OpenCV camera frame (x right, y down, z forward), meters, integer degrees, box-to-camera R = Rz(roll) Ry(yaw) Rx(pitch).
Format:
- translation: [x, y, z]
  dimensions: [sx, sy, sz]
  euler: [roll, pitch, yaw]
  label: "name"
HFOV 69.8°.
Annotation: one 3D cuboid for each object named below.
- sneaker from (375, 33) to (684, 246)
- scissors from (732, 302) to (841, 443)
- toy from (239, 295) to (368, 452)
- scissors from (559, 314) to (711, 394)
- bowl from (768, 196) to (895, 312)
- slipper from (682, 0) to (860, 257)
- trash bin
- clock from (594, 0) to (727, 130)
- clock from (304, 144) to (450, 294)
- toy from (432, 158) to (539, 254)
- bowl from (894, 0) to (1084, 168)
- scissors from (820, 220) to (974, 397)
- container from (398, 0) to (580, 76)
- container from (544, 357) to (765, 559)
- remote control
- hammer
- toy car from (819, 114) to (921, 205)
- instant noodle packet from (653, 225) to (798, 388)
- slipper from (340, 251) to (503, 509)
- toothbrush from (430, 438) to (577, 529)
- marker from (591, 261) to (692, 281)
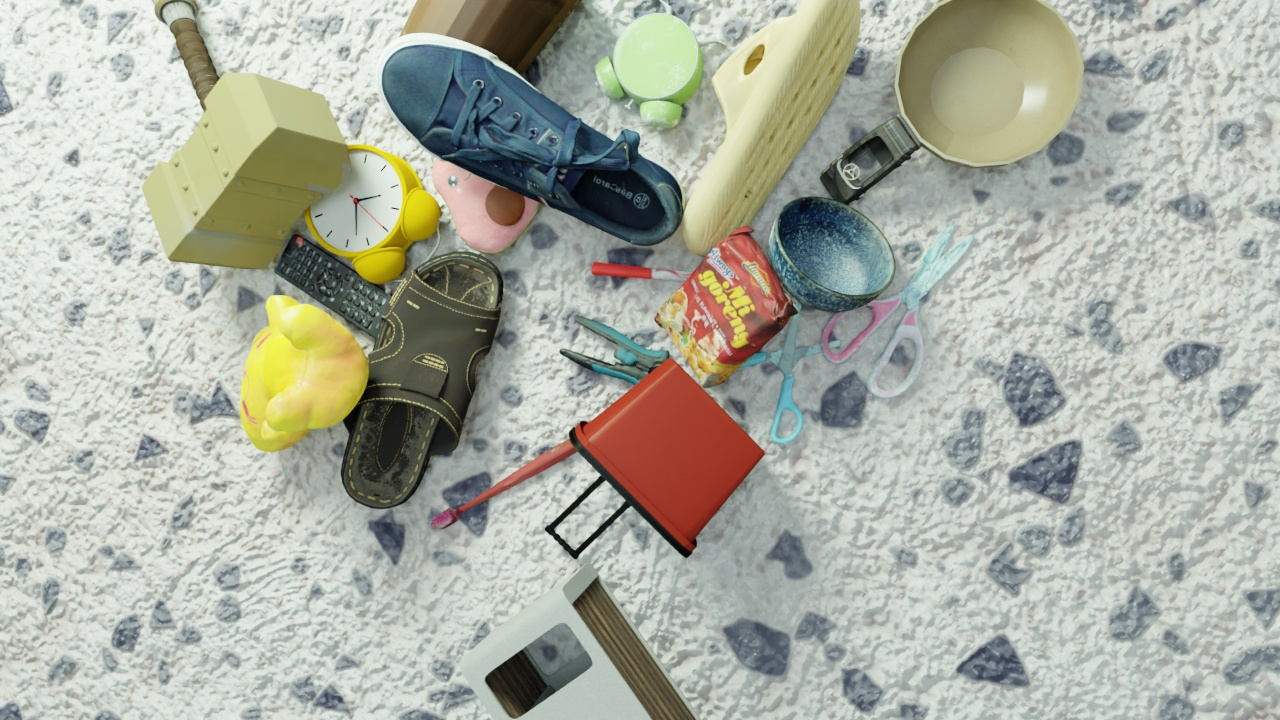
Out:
- translation: [-0.089, -0.181, 0.777]
  dimensions: [0.294, 0.127, 0.121]
  euler: [27, 111, -13]
  label: "sneaker"
- translation: [0.123, 0.017, 0.848]
  dimensions: [0.135, 0.015, 0.133]
  euler: [-15, 87, 12]
  label: "scissors"
- translation: [-0.317, 0.013, 0.854]
  dimensions: [0.087, 0.194, 0.134]
  euler: [5, 78, -33]
  label: "toy"
- translation: [-0.006, -0.002, 0.866]
  dimensions: [0.127, 0.019, 0.142]
  euler: [-24, 88, 8]
  label: "scissors"
- translation: [0.160, -0.084, 0.810]
  dimensions: [0.114, 0.061, 0.114]
  euler: [10, 54, -14]
  label: "bowl"
- translation: [0.101, -0.216, 0.815]
  dimensions: [0.079, 0.111, 0.261]
  euler: [35, 100, 29]
  label: "slipper"
- translation: [-0.037, 0.318, 0.823]
  dimensions: [0.114, 0.114, 0.229]
  euler: [-37, 84, 7]
  label: "trash bin"
- translation: [0.012, -0.270, 0.851]
  dimensions: [0.094, 0.042, 0.119]
  euler: [36, 96, 9]
  label: "clock"
- translation: [-0.260, -0.143, 0.894]
  dimensions: [0.152, 0.052, 0.113]
  euler: [43, 97, 11]
  label: "clock"
- translation: [-0.152, -0.158, 0.874]
  dimensions: [0.110, 0.051, 0.090]
  euler: [41, 92, 8]
  label: "toy"
- translation: [0.297, -0.240, 0.798]
  dimensions: [0.152, 0.050, 0.152]
  euler: [0, 90, 10]
  label: "bowl"
- translation: [0.252, -0.044, 0.828]
  dimensions: [0.179, 0.016, 0.103]
  euler: [-44, 87, 3]
  label: "scissors"
- translation: [-0.148, -0.309, 0.841]
  dimensions: [0.132, 0.132, 0.167]
  euler: [38, 102, 8]
  label: "container"
- translation: [-0.004, 0.108, 0.813]
  dimensions: [0.201, 0.127, 0.148]
  euler: [-45, 93, 1]
  label: "container"
- translation: [-0.294, -0.070, 0.915]
  dimensions: [0.150, 0.022, 0.047]
  euler: [33, 96, 10]
  label: "remote control"
- translation: [-0.421, -0.271, 0.890]
  dimensions: [0.191, 0.100, 0.324]
  euler: [-38, 70, 27]
  label: "hammer"
- translation: [0.199, -0.174, 0.807]
  dimensions: [0.093, 0.037, 0.040]
  euler: [-37, 83, 43]
  label: "toy car"
- translation: [0.073, -0.043, 0.810]
  dimensions: [0.136, 0.039, 0.098]
  euler: [-46, 64, 45]
  label: "instant noodle packet"
- translation: [-0.209, 0.022, 0.864]
  dimensions: [0.113, 0.076, 0.268]
  euler: [24, 95, -11]
  label: "slipper"
- translation: [-0.122, 0.115, 0.887]
  dimensions: [0.190, 0.016, 0.016]
  euler: [-30, 84, 8]
  label: "toothbrush"
- translation: [0.024, -0.081, 0.864]
  dimensions: [0.142, 0.012, 0.013]
  euler: [6, 91, 9]
  label: "marker"
